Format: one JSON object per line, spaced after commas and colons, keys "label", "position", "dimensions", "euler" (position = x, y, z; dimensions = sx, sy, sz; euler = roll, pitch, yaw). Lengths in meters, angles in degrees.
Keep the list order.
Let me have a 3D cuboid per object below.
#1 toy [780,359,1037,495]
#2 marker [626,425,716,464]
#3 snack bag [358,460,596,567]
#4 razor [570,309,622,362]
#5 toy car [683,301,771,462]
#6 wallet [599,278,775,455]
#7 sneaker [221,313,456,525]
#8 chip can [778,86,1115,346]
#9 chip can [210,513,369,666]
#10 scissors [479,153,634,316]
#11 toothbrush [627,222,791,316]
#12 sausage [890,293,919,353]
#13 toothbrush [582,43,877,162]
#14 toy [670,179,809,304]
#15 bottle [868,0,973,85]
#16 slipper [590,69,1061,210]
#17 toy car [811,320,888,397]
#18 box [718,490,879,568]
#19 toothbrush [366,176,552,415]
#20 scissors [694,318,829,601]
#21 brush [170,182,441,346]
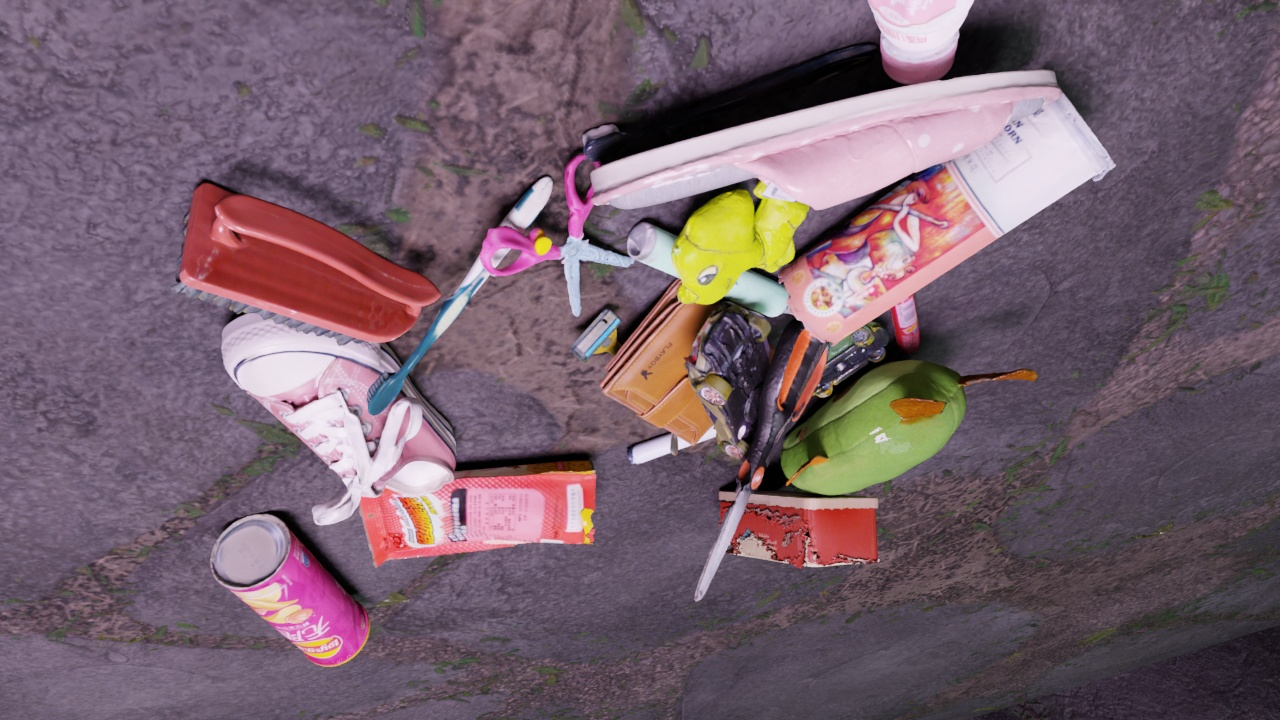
{"label": "toy", "position": [0.205, 0.058, 0.794], "dimensions": [0.226, 0.090, 0.247], "euler": [-20, 167, -35]}
{"label": "marker", "position": [0.051, 0.068, 0.835], "dimensions": [0.131, 0.018, 0.022], "euler": [-20, 154, 5]}
{"label": "snack bag", "position": [-0.144, 0.137, 0.824], "dimensions": [0.207, 0.073, 0.129], "euler": [-3, 139, -8]}
{"label": "razor", "position": [-0.004, 0.004, 0.716], "dimensions": [0.043, 0.028, 0.132], "euler": [-50, 139, 2]}
{"label": "toy car", "position": [0.072, 0.022, 0.686], "dimensions": [0.070, 0.042, 0.158], "euler": [-55, 145, -22]}
{"label": "wallet", "position": [0.033, 0.008, 0.710], "dimensions": [0.119, 0.035, 0.130], "euler": [-52, 138, 5]}
{"label": "sneaker", "position": [-0.201, 0.052, 0.654], "dimensions": [0.118, 0.087, 0.241], "euler": [-21, 145, 8]}
{"label": "chip can", "position": [0.198, -0.094, 0.620], "dimensions": [0.215, 0.071, 0.071], "euler": [-36, 140, 28]}
{"label": "chip can", "position": [-0.320, 0.220, 0.857], "dimensions": [0.071, 0.071, 0.211], "euler": [-13, 145, -4]}
{"label": "scissors", "position": [-0.042, -0.079, 0.582], "dimensions": [0.133, 0.017, 0.125], "euler": [4, 122, -51]}
{"label": "toothbrush", "position": [0.080, -0.052, 0.671], "dimensions": [0.224, 0.026, 0.027], "euler": [19, 96, -39]}
{"label": "sausage", "position": [0.209, -0.047, 0.735], "dimensions": [0.020, 0.020, 0.156], "euler": [-22, 145, 9]}
{"label": "toothbrush", "position": [0.052, -0.152, 0.534], "dimensions": [0.181, 0.018, 0.016], "euler": [-18, 140, 1]}
{"label": "toy", "position": [0.063, -0.081, 0.605], "dimensions": [0.100, 0.031, 0.097], "euler": [-1, 119, -32]}
{"label": "bottle", "position": [0.136, -0.215, 0.434], "dimensions": [0.068, 0.068, 0.197], "euler": [-18, 148, 4]}
{"label": "slipper", "position": [0.106, -0.116, 0.530], "dimensions": [0.274, 0.054, 0.114], "euler": [-12, -172, 0]}
{"label": "toy car", "position": [0.162, -0.003, 0.761], "dimensions": [0.091, 0.036, 0.043], "euler": [-32, 144, 14]}
{"label": "box", "position": [0.148, 0.169, 0.894], "dimensions": [0.091, 0.079, 0.169], "euler": [3, 173, -25]}
{"label": "toothbrush", "position": [-0.116, -0.040, 0.577], "dimensions": [0.192, 0.018, 0.016], "euler": [-51, 138, 10]}
{"label": "scissors", "position": [0.097, 0.079, 0.702], "dimensions": [0.136, 0.022, 0.235], "euler": [-5, 112, -59]}
{"label": "brush", "position": [-0.190, -0.051, 0.538], "dimensions": [0.069, 0.063, 0.145], "euler": [-24, 148, 35]}
